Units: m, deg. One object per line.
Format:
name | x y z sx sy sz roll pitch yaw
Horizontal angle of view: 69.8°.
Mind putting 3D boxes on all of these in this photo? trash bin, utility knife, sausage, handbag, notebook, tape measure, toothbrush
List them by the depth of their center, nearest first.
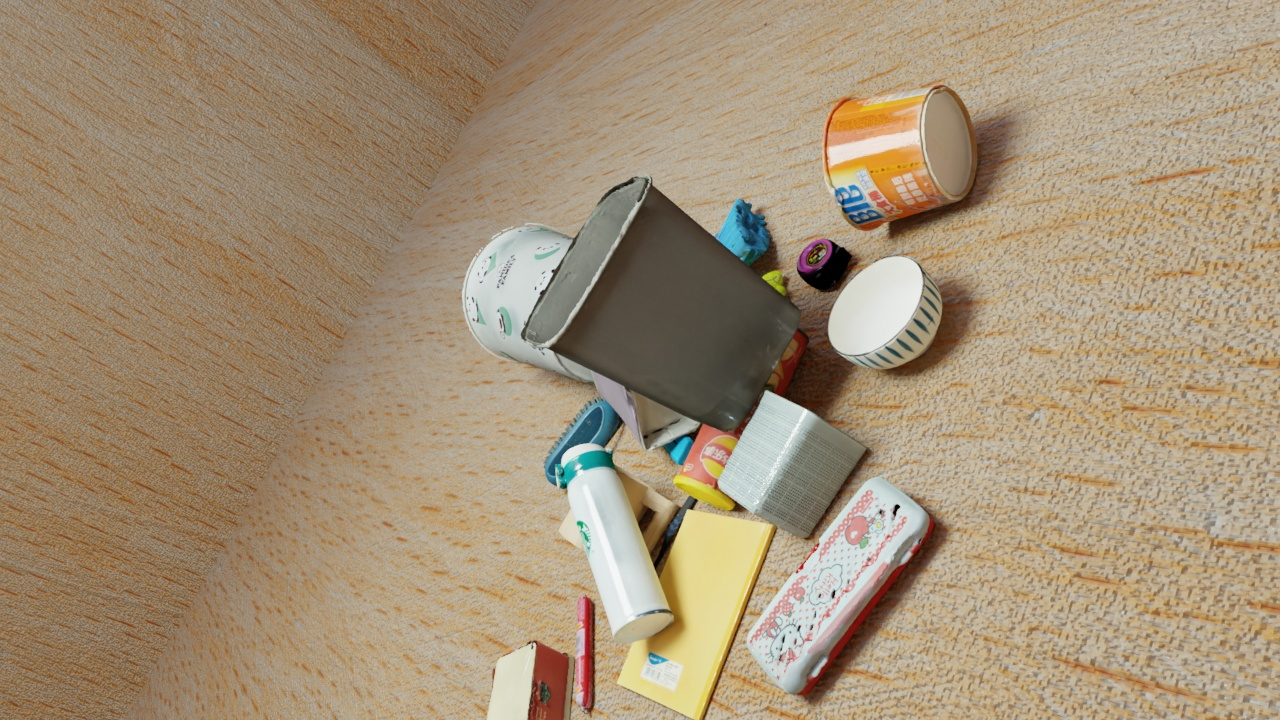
trash bin | 0.024 -0.050 0.959 0.198 0.219 0.199 -61 17 -5
notebook | 0.056 0.259 0.966 0.146 0.010 0.206 -3 58 56
toothbrush | 0.044 0.182 1.060 0.189 0.016 0.014 -58 34 -6
sausage | -0.065 0.337 1.063 0.020 0.020 0.155 -39 32 28
tape measure | 0.215 -0.112 1.077 0.057 0.039 0.058 -56 33 0
handbag | -0.007 0.007 1.172 0.098 0.145 0.197 -29 25 -9
utility knife | 0.024 0.085 1.188 0.034 0.018 0.185 -55 27 3
trash bin | -0.113 -0.079 1.375 0.252 0.229 0.229 23 80 55

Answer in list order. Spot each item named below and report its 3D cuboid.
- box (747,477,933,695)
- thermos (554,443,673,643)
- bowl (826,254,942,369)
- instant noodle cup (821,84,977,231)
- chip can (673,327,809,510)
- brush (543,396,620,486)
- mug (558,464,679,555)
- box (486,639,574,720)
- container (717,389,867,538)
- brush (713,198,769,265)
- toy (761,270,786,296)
box | 0.174 0.198 0.809 0.201 0.047 0.087 -53 28 4
thermos | -0.035 0.193 1.011 0.073 0.073 0.224 -42 51 25
bowl | 0.252 -0.039 0.915 0.117 0.066 0.116 -39 33 31
instant noodle cup | 0.282 -0.221 0.985 0.112 0.151 0.151 -5 56 46
chip can | 0.115 0.057 1.022 0.073 0.073 0.216 6 64 59
brush | -0.080 0.118 1.274 0.144 0.055 0.073 -51 27 8
mug | -0.025 0.191 1.106 0.125 0.084 0.103 28 86 35
box | -0.136 0.409 1.037 0.092 0.077 0.168 -35 34 32
container | 0.146 0.104 0.909 0.111 0.090 0.090 -60 28 -1
brush | 0.110 -0.104 1.171 0.110 0.060 0.313 -48 16 28
toy | 0.142 -0.065 1.150 0.100 0.031 0.096 -35 33 26
